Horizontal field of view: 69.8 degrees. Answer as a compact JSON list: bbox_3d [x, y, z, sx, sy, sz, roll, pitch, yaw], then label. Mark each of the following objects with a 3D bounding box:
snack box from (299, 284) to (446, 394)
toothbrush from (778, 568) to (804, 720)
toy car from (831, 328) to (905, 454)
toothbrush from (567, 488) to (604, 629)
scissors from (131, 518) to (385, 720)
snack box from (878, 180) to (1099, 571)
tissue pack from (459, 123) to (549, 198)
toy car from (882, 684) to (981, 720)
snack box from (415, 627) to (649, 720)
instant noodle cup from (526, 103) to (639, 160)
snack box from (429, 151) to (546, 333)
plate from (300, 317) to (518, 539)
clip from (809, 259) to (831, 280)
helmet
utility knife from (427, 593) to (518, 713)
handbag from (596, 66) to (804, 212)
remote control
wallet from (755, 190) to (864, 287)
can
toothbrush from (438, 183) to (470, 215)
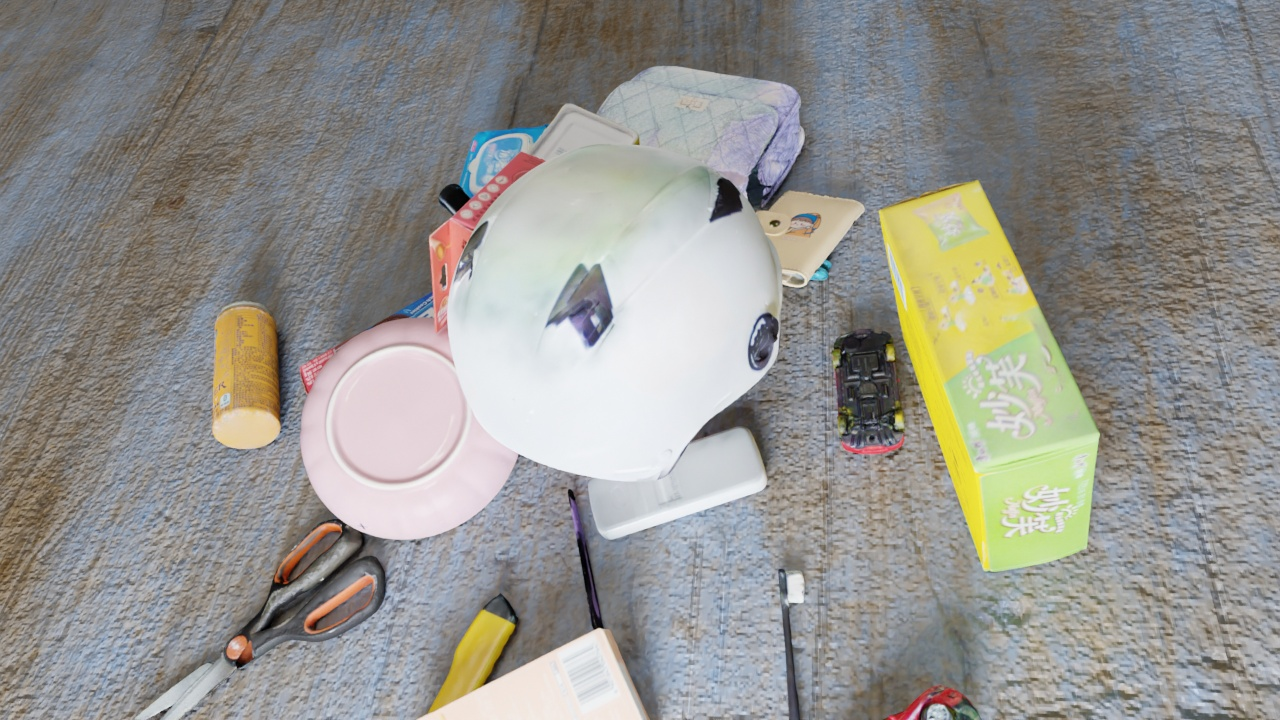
[{"bbox_3d":[-0.200,-0.012,0.837,0.207,0.058,0.057,-30,54,-4],"label":"snack box"},{"bbox_3d":[0.102,0.220,0.591,0.018,0.016,0.180,-2,54,7],"label":"toothbrush"},{"bbox_3d":[0.173,0.022,0.697,0.049,0.031,0.106,-7,55,14],"label":"toy car"},{"bbox_3d":[-0.037,0.175,0.673,0.017,0.014,0.188,-28,50,14],"label":"toothbrush"},{"bbox_3d":[-0.297,0.226,0.721,0.163,0.022,0.233,15,62,27],"label":"scissors"},{"bbox_3d":[0.226,0.011,0.607,0.070,0.158,0.209,-17,52,12],"label":"snack box"},{"bbox_3d":[-0.136,-0.190,0.944,0.095,0.052,0.156,-4,55,16],"label":"tissue pack"},{"bbox_3d":[0.148,0.239,0.536,0.120,0.053,0.045,-41,35,-7],"label":"toy car"},{"bbox_3d":[-0.075,0.250,0.606,0.157,0.026,0.084,-27,69,2],"label":"snack box"},{"bbox_3d":[-0.051,-0.152,0.825,0.116,0.124,0.115,26,64,12],"label":"instant noodle cup"},{"bbox_3d":[-0.116,-0.089,0.754,0.044,0.113,0.126,26,52,12],"label":"snack box"},{"bbox_3d":[-0.194,0.050,0.759,0.192,0.039,0.192,-2,73,5],"label":"plate"},{"bbox_3d":[0.137,-0.081,0.796,0.056,0.014,0.040,11,60,28],"label":"clip"},{"bbox_3d":[-0.025,-0.060,0.626,0.229,0.146,0.258,27,67,32],"label":"helmet"},{"bbox_3d":[-0.144,0.260,0.646,0.033,0.015,0.206,16,62,27],"label":"utility knife"},{"bbox_3d":[0.051,-0.218,0.885,0.194,0.075,0.134,18,63,30],"label":"handbag"},{"bbox_3d":[0.027,0.094,0.704,0.136,0.020,0.055,-20,53,5],"label":"remote control"},{"bbox_3d":[0.131,-0.110,0.800,0.087,0.024,0.114,15,50,33],"label":"wallet"},{"bbox_3d":[-0.377,0.012,0.879,0.058,0.058,0.146,-22,51,2],"label":"can"},{"bbox_3d":[-0.118,-0.092,0.856,0.026,0.027,0.212,-37,68,-19],"label":"toothbrush"}]
